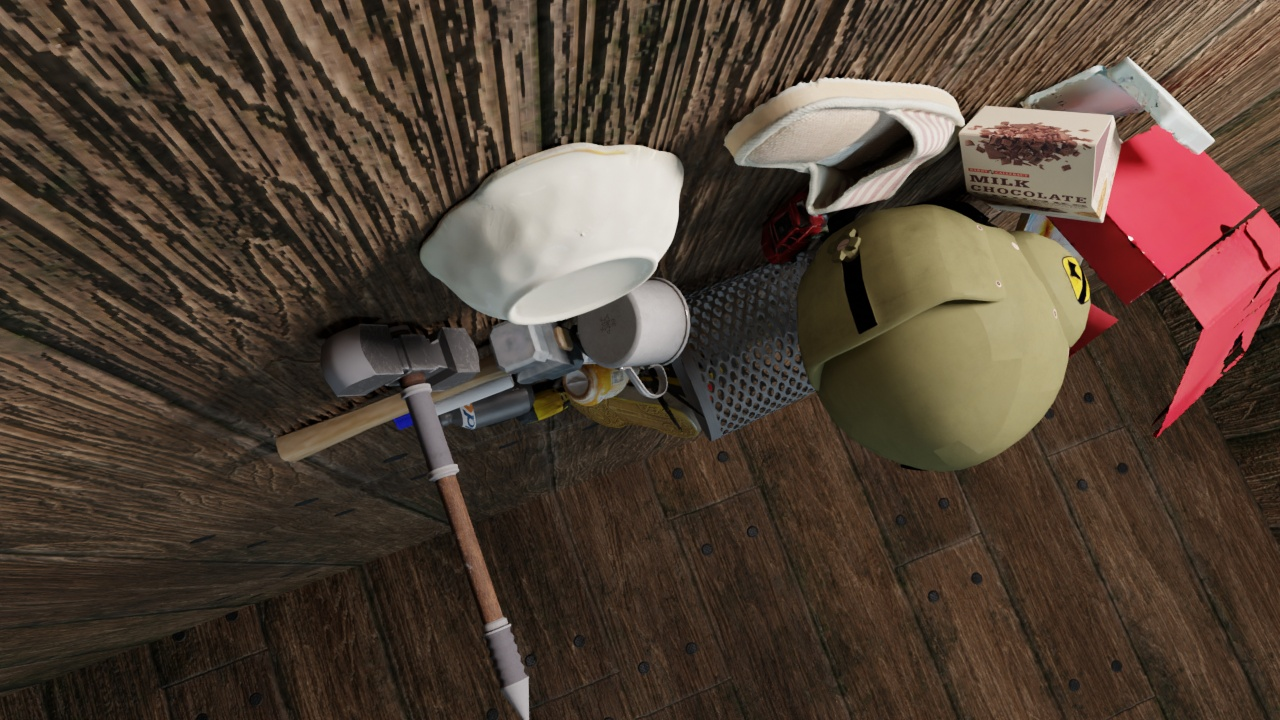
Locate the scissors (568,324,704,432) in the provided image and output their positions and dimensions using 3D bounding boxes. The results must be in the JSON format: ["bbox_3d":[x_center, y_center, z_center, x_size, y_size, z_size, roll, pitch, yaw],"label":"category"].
[{"bbox_3d":[-0.005,0.003,0.899,0.157,0.170,0.013,21,120,-36],"label":"scissors"}]

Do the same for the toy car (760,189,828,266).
[{"bbox_3d":[0.133,-0.116,0.812,0.036,0.042,0.091,-10,166,-18],"label":"toy car"}]

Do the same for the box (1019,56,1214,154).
[{"bbox_3d":[0.425,-0.215,0.807,0.122,0.078,0.197,-5,-179,39],"label":"box"}]

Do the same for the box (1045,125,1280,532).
[{"bbox_3d":[0.557,-0.048,0.898,0.210,0.378,0.124,-28,-175,-32],"label":"box"}]

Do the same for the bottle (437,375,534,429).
[{"bbox_3d":[-0.176,0.050,1.042,0.112,0.047,0.047,-16,169,-24],"label":"bottle"}]

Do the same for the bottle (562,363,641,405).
[{"bbox_3d":[-0.041,0.012,1.070,0.063,0.063,0.108,-29,175,38],"label":"bottle"}]

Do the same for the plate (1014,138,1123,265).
[{"bbox_3d":[0.437,-0.144,0.964,0.186,0.016,0.187,-13,125,-41],"label":"plate"}]

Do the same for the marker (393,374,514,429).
[{"bbox_3d":[-0.205,0.040,1.001,0.133,0.023,0.027,-21,148,-1],"label":"marker"}]

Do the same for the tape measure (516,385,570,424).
[{"bbox_3d":[-0.130,0.055,1.179,0.064,0.037,0.066,-22,-175,-26],"label":"tape measure"}]

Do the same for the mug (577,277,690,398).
[{"bbox_3d":[-0.005,-0.020,0.842,0.084,0.113,0.070,-9,178,41],"label":"mug"}]

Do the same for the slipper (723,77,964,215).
[{"bbox_3d":[0.158,-0.150,0.664,0.115,0.052,0.262,-31,166,38],"label":"slipper"}]

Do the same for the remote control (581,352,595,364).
[{"bbox_3d":[-0.024,-0.020,1.006,0.135,0.011,0.050,-2,124,-61],"label":"remote control"}]

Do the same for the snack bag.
[{"bbox_3d":[0.331,-0.164,0.755,0.094,0.070,0.206,14,-171,29],"label":"snack bag"}]

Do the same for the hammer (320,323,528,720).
[{"bbox_3d":[-0.142,0.124,0.716,0.043,0.322,0.155,-26,169,25],"label":"hammer"}]

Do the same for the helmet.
[{"bbox_3d":[0.247,-0.033,0.801,0.251,0.255,0.232,-31,172,35],"label":"helmet"}]

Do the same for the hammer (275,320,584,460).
[{"bbox_3d":[-0.215,0.035,0.898,0.323,0.051,0.117,-21,170,14],"label":"hammer"}]

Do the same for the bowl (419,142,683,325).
[{"bbox_3d":[-0.050,-0.073,0.629,0.188,0.060,0.219,-20,170,-3],"label":"bowl"}]

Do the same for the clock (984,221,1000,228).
[{"bbox_3d":[0.358,-0.118,1.007,0.157,0.121,0.073,13,109,-56],"label":"clock"}]

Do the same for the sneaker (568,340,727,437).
[{"bbox_3d":[0.006,0.022,1.169,0.239,0.086,0.121,8,-125,45],"label":"sneaker"}]

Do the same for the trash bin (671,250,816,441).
[{"bbox_3d":[0.128,-0.021,0.991,0.183,0.156,0.156,-23,170,-2],"label":"trash bin"}]
